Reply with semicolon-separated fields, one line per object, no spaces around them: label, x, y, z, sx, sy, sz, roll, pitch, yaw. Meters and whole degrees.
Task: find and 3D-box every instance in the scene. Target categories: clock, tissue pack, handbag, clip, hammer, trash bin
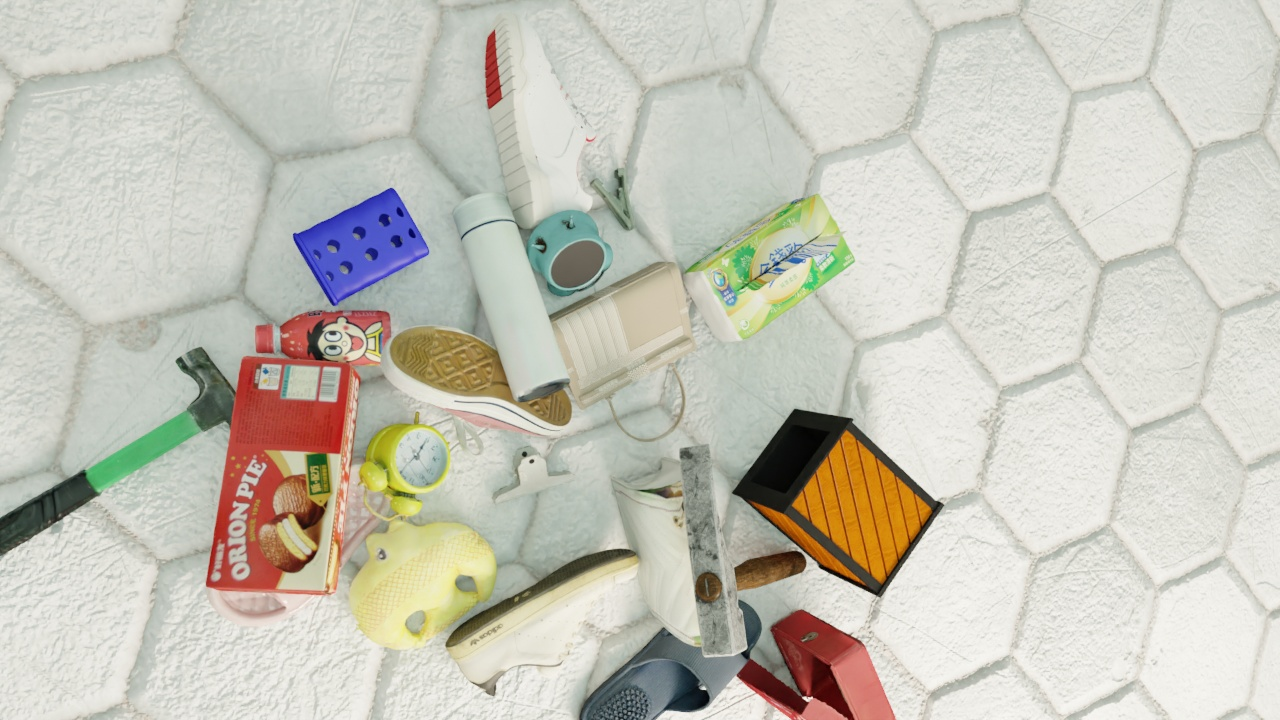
clock;-0.077;-0.117;1.055;0.090;0.053;0.124;-35;144;2
tissue pack;0.168;-0.114;1.113;0.197;0.141;0.120;-41;104;-13
handbag;-0.007;0.006;1.108;0.175;0.062;0.198;-28;106;-16
handbag;0.049;0.221;1.088;0.096;0.142;0.198;-18;99;-19
clip;-0.127;0.133;1.080;0.101;0.044;0.054;-16;110;-19
clock;-0.259;0.119;0.997;0.083;0.057;0.118;48;54;-28
hammer;-0.556;0.123;0.934;0.318;0.032;0.130;-34;103;-14
hammer;0.132;0.212;1.082;0.300;0.037;0.217;13;68;-62
trash bin;0.245;0.174;1.152;0.172;0.140;0.139;41;79;-16
clip;-0.026;-0.191;1.108;0.061;0.023;0.076;-26;98;-15

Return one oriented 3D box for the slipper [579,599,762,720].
slipper;0.045;0.387;1.124;0.263;0.082;0.101;-32;100;-15

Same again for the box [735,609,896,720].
box;0.231;0.403;1.151;0.137;0.157;0.127;46;74;-17

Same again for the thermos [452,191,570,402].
thermos;-0.144;-0.071;1.015;0.067;0.068;0.230;-18;80;-18

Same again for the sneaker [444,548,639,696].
sneaker;-0.098;0.307;1.065;0.241;0.089;0.102;-26;92;-12

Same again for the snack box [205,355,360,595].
snack box;-0.360;0.118;0.939;0.113;0.060;0.236;3;74;-6

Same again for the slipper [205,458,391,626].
slipper;-0.359;0.197;0.991;0.221;0.056;0.107;-43;106;-16

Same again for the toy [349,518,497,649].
toy;-0.249;0.246;1.029;0.170;0.064;0.155;-33;115;-9

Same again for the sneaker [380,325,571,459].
sneaker;-0.191;0.035;1.025;0.241;0.088;0.118;26;50;-37

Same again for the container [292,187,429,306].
container;-0.298;-0.122;0.984;0.113;0.085;0.084;-31;102;-17

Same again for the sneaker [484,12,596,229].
sneaker;-0.106;-0.274;1.047;0.104;0.090;0.236;-14;95;-27

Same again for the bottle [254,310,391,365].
bottle;-0.339;-0.024;0.985;0.137;0.062;0.062;-2;93;-20
